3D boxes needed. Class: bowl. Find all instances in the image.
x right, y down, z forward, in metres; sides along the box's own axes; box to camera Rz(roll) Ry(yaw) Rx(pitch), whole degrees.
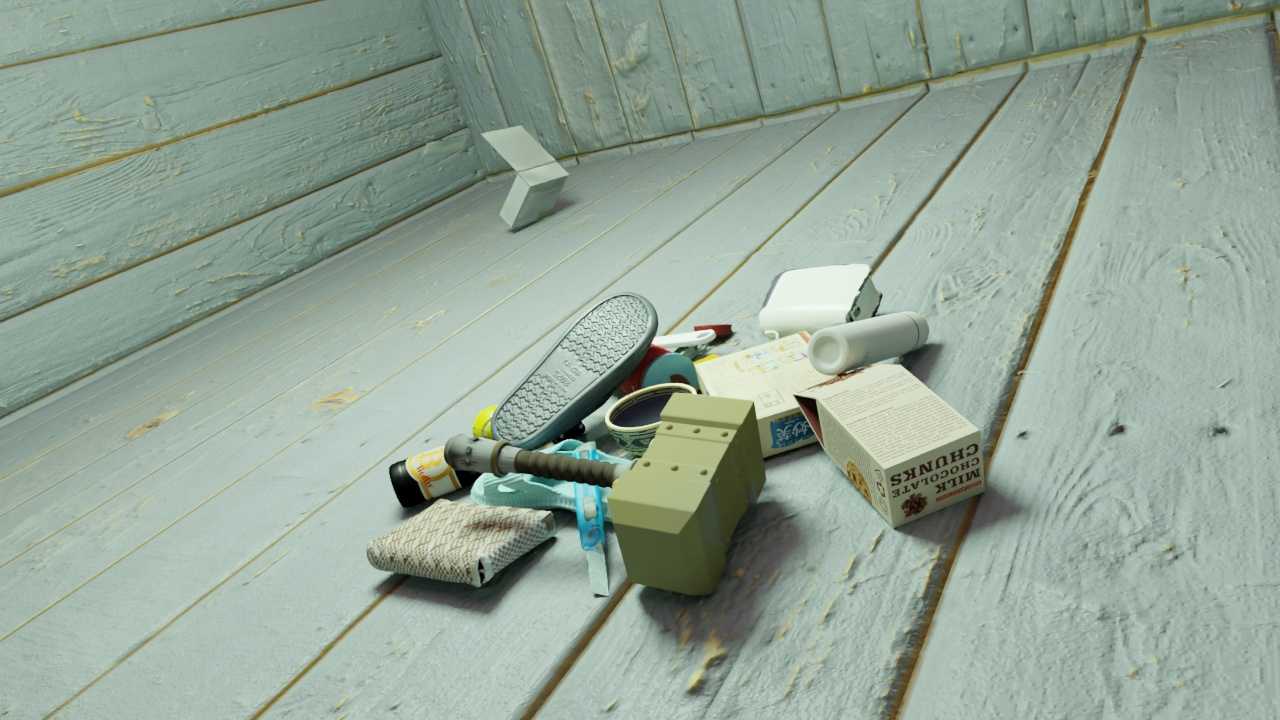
[{"bbox_3d":[0.020,0.080,1.091,0.112,0.061,0.112,-15,21,6],"label":"bowl"}]

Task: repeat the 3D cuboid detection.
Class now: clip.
[{"bbox_3d":[0.067,-0.012,1.346,0.043,0.023,0.075,8,34,46],"label":"clip"}]

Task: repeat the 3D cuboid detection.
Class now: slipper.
[{"bbox_3d":[-0.072,0.028,1.179,0.267,0.083,0.111,-44,52,-12],"label":"slipper"},{"bbox_3d":[-0.088,0.130,1.049,0.277,0.069,0.115,1,24,39],"label":"slipper"}]

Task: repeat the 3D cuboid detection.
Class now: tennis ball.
[{"bbox_3d":[-0.191,0.093,1.225,0.065,0.065,0.065,-15,21,6],"label":"tennis ball"}]

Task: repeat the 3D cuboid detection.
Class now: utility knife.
[{"bbox_3d":[-0.050,0.157,0.940,0.031,0.015,0.206,-12,42,0],"label":"utility knife"}]

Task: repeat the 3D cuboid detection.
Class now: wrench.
[{"bbox_3d":[0.004,-0.024,1.394,0.274,0.018,0.066,-6,24,43],"label":"wrench"}]

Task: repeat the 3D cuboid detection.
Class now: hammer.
[{"bbox_3d":[-0.058,0.110,0.918,0.325,0.101,0.189,5,37,26],"label":"hammer"}]

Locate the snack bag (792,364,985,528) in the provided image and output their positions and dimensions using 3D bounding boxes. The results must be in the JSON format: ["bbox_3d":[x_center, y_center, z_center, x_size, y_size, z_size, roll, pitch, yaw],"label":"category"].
[{"bbox_3d":[0.235,0.063,0.906,0.094,0.070,0.206,-20,29,-7],"label":"snack bag"}]

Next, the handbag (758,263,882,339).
[{"bbox_3d":[0.236,-0.047,1.259,0.152,0.074,0.175,-1,45,39],"label":"handbag"}]

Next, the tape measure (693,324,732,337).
[{"bbox_3d":[0.103,-0.044,1.386,0.059,0.019,0.051,-2,4,34],"label":"tape measure"}]

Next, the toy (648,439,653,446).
[{"bbox_3d":[0.067,0.103,0.990,0.126,0.076,0.037,-4,-6,33],"label":"toy"}]

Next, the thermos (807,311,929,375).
[{"bbox_3d":[0.274,-0.024,1.076,0.052,0.052,0.223,1,8,40],"label":"thermos"}]

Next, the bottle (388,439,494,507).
[{"bbox_3d":[-0.223,0.129,1.168,0.181,0.059,0.059,-20,21,-6],"label":"bottle"}]

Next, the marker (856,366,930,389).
[{"bbox_3d":[0.294,0.020,1.094,0.013,0.013,0.142,-24,21,-17],"label":"marker"}]

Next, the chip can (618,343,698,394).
[{"bbox_3d":[-0.007,0.008,1.267,0.087,0.087,0.213,-25,23,-19],"label":"chip can"}]

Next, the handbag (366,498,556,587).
[{"bbox_3d":[-0.196,0.197,0.995,0.186,0.047,0.123,-1,18,37],"label":"handbag"}]

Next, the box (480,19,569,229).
[{"bbox_3d":[-0.304,-0.638,2.509,0.234,0.529,0.166,3,22,38],"label":"box"}]

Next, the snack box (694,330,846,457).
[{"bbox_3d":[0.159,0.039,1.092,0.153,0.055,0.207,-17,20,-1],"label":"snack box"}]

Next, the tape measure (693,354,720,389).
[{"bbox_3d":[0.091,0.019,1.234,0.058,0.030,0.068,-22,18,-13],"label":"tape measure"}]

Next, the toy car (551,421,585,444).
[{"bbox_3d":[-0.114,0.081,1.236,0.046,0.034,0.112,-26,22,-21],"label":"toy car"}]
